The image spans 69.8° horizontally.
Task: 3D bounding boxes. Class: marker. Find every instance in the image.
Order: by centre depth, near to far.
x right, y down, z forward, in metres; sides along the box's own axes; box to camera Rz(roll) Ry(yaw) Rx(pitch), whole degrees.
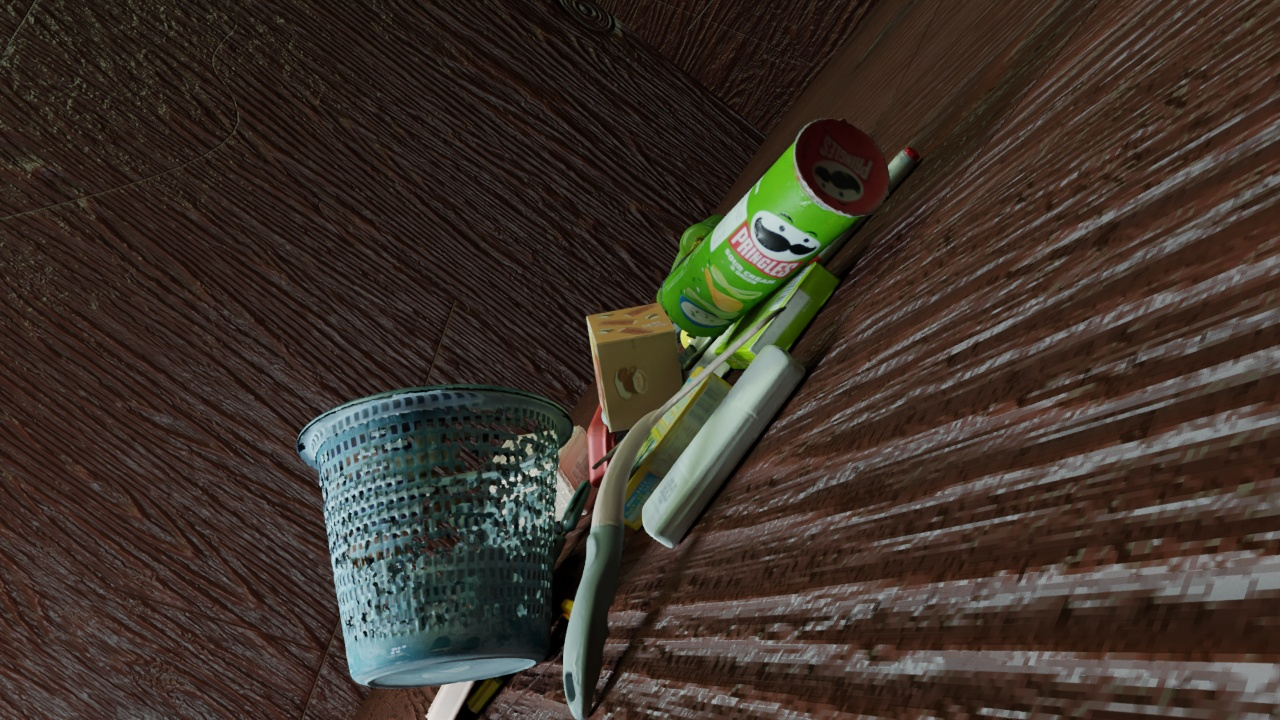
[{"bbox_3d":[-0.057,0.196,0.722,0.015,0.018,0.124,-50,2,-16],"label":"marker"},{"bbox_3d":[0.172,-0.115,0.746,0.146,0.017,0.017,-51,5,36],"label":"marker"},{"bbox_3d":[-0.116,0.267,0.810,0.124,0.015,0.018,-53,3,17],"label":"marker"}]

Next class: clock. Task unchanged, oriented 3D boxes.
[{"bbox_3d":[0.073,-0.095,0.967,0.160,0.056,0.116,-24,-38,-54],"label":"clock"}]

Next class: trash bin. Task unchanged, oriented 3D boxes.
[{"bbox_3d":[-0.156,0.151,0.736,0.227,0.226,0.194,133,134,-55],"label":"trash bin"}]

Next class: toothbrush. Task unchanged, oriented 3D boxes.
[{"bbox_3d":[0.091,-0.058,0.802,0.012,0.017,0.186,2,-44,-48],"label":"toothbrush"}]

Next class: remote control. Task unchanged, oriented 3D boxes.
[{"bbox_3d":[0.054,0.056,0.606,0.150,0.021,0.058,-54,12,4],"label":"remote control"}]

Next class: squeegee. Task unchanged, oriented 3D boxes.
[{"bbox_3d":[-0.013,0.103,0.587,0.248,0.040,0.248,-44,21,47],"label":"squeegee"}]

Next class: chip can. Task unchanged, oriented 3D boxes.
[{"bbox_3d":[0.090,-0.088,0.689,0.072,0.072,0.237,-56,6,-28],"label":"chip can"}]

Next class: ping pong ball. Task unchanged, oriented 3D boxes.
[{"bbox_3d":[0.065,-0.027,1.036,0.040,0.040,0.040,-53,4,5],"label":"ping pong ball"}]

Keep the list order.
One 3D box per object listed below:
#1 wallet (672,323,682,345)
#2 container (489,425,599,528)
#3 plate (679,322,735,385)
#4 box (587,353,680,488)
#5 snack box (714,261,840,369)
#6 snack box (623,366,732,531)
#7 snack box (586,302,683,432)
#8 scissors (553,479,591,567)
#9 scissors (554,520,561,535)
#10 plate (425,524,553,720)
[{"bbox_3d":[0.076,-0.055,1.105,0.121,0.019,0.097,-33,8,16],"label":"wallet"},{"bbox_3d":[-0.107,0.137,1.081,0.111,0.090,0.089,-15,27,33],"label":"container"},{"bbox_3d":[0.113,-0.070,0.903,0.265,0.034,0.162,-53,4,0],"label":"plate"},{"bbox_3d":[0.005,0.060,1.016,0.201,0.100,0.102,-68,-23,-70],"label":"box"},{"bbox_3d":[0.105,-0.033,0.743,0.085,0.026,0.156,-53,4,-3],"label":"snack box"},{"bbox_3d":[0.024,0.070,0.767,0.140,0.034,0.087,-52,4,0],"label":"snack box"},{"bbox_3d":[-0.005,0.005,0.897,0.094,0.077,0.093,-115,16,-68],"label":"snack box"},{"bbox_3d":[-0.087,0.193,0.942,0.170,0.019,0.180,127,167,-80],"label":"scissors"},{"bbox_3d":[-0.141,0.254,1.153,0.221,0.021,0.233,-52,3,33],"label":"scissors"},{"bbox_3d":[-0.148,0.259,0.896,0.229,0.028,0.229,-62,0,-1],"label":"plate"}]
